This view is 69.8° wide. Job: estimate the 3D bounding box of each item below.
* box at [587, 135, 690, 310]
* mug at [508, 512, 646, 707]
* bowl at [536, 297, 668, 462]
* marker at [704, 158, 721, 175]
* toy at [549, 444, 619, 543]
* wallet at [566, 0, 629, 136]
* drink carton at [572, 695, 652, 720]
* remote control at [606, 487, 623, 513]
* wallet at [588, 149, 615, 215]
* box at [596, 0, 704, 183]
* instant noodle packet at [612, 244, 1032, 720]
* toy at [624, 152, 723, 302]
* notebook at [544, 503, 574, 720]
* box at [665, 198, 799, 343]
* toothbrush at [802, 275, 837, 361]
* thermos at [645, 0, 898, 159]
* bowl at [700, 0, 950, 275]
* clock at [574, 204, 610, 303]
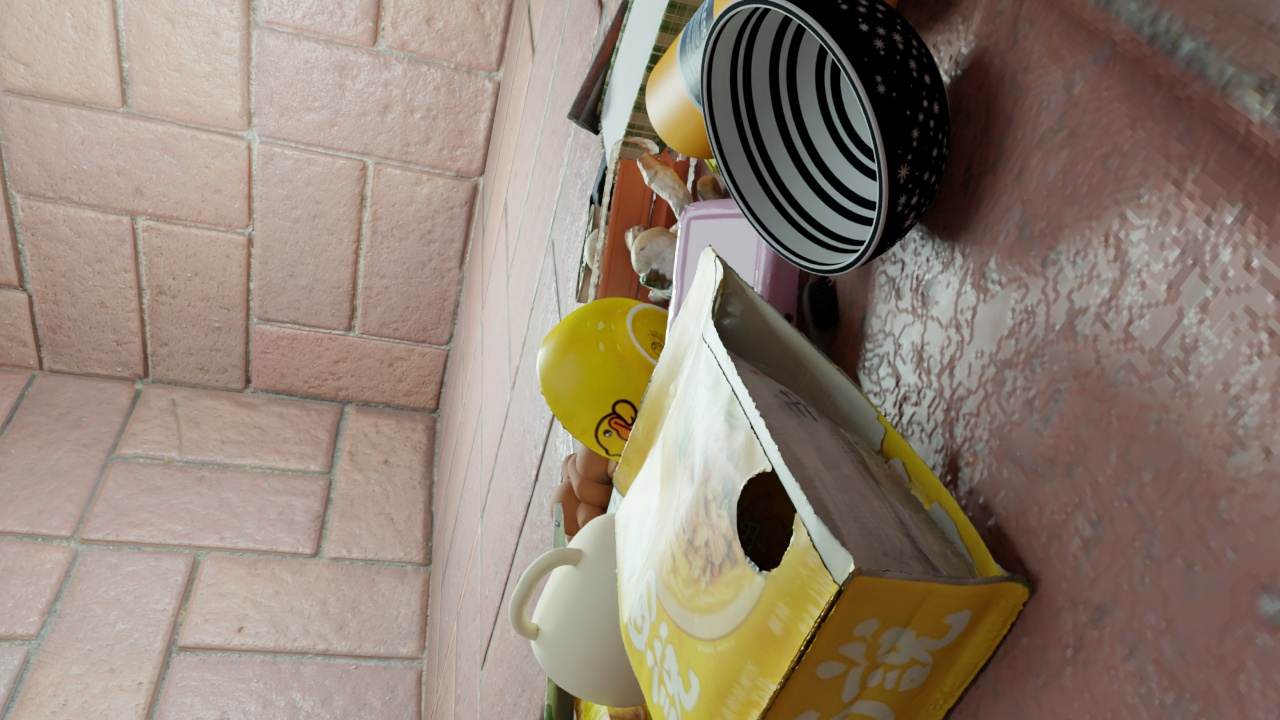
[{"bbox_3d":[0.000,-0.078,0.710,0.042,0.082,0.187,-159,78,-65],"label":"box"},{"bbox_3d":[-0.020,0.148,0.583,0.100,0.120,0.096,-65,25,20],"label":"mug"},{"bbox_3d":[-0.004,0.004,0.616,0.068,0.117,0.117,-46,36,37],"label":"bowl"},{"bbox_3d":[0.061,-0.124,0.609,0.123,0.017,0.021,-108,29,-55],"label":"marker"},{"bbox_3d":[-0.035,0.103,0.797,0.128,0.065,0.095,-65,30,27],"label":"toy"},{"bbox_3d":[-0.029,-0.284,0.896,0.123,0.019,0.072,-63,-11,9],"label":"wallet"},{"bbox_3d":[-0.012,0.230,0.618,0.043,0.058,0.134,-63,20,15],"label":"drink carton"},{"bbox_3d":[-0.013,0.140,0.737,0.049,0.024,0.143,-114,37,-63],"label":"remote control"},{"bbox_3d":[-0.028,-0.176,0.931,0.115,0.026,0.089,115,161,-49],"label":"wallet"},{"bbox_3d":[0.013,-0.258,0.788,0.206,0.051,0.117,112,155,-46],"label":"box"},{"bbox_3d":[0.039,0.070,0.405,0.221,0.084,0.163,-117,37,-49],"label":"instant noodle packet"},{"bbox_3d":[0.018,-0.076,0.628,0.105,0.074,0.085,-85,17,-44],"label":"toy"},{"bbox_3d":[-0.063,0.266,0.742,0.181,0.010,0.253,-93,3,-48],"label":"notebook"},{"bbox_3d":[0.037,0.010,0.532,0.146,0.077,0.201,-172,88,-74],"label":"box"},{"bbox_3d":[0.092,0.032,0.431,0.013,0.012,0.167,134,141,-53],"label":"toothbrush"},{"bbox_3d":[0.063,-0.178,0.484,0.233,0.091,0.076,166,120,-74],"label":"thermos"},{"bbox_3d":[0.087,-0.104,0.390,0.120,0.066,0.120,51,158,29],"label":"bowl"},{"bbox_3d":[-0.027,-0.096,0.845,0.141,0.054,0.093,179,101,-82],"label":"clock"}]
